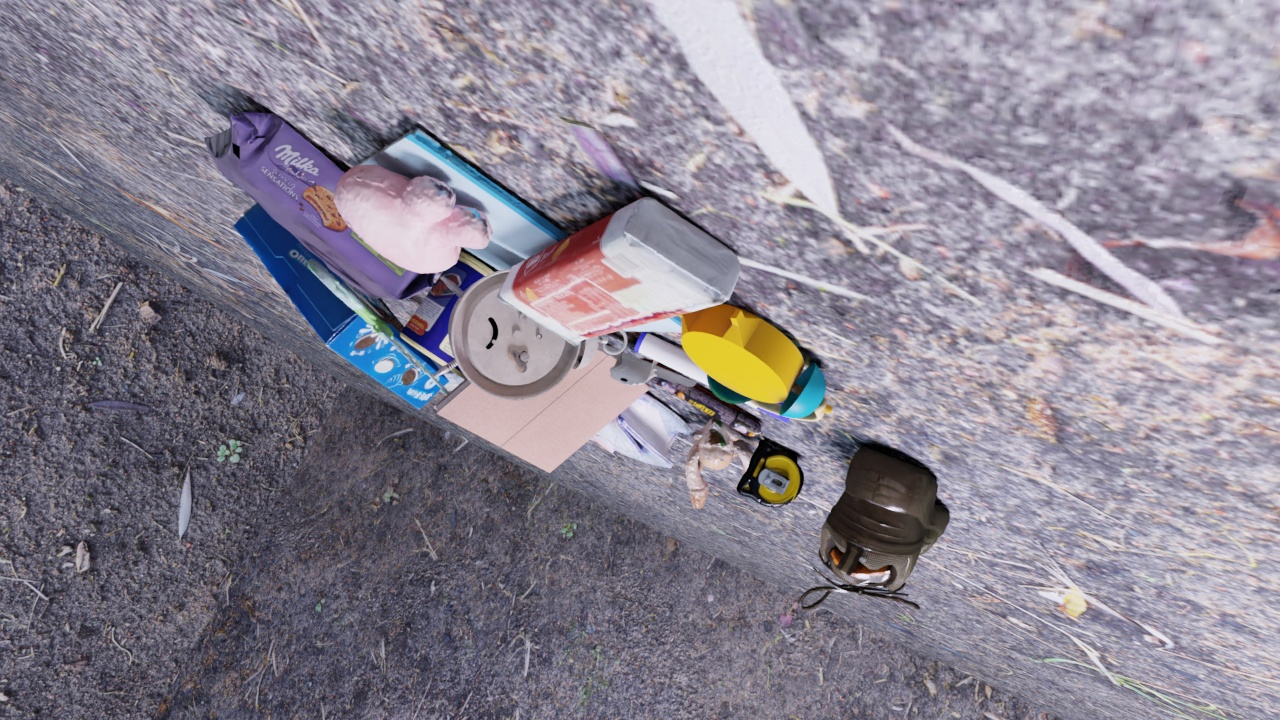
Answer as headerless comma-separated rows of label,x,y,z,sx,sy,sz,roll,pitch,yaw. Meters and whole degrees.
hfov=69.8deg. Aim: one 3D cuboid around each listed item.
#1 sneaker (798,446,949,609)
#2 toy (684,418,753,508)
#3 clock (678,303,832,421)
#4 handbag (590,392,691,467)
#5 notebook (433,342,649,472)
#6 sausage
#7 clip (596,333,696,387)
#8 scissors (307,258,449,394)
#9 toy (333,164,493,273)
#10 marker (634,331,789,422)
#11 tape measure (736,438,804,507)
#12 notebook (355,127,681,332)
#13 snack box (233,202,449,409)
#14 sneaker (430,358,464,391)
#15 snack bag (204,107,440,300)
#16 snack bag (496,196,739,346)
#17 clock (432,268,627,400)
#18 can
sneaker,0.216,0.181,0.840,0.101,0.142,0.238,21,166,24
toy,0.088,0.100,0.975,0.085,0.074,0.106,-5,140,4
clock,0.079,0.003,0.652,0.099,0.043,0.129,12,153,48
handbag,-0.036,0.065,1.067,0.126,0.069,0.159,39,165,-37
notebook,-0.085,0.035,0.880,0.008,0.141,0.209,53,-175,31
sausage,0.055,0.035,0.868,0.155,0.020,0.020,30,167,-11
clip,-0.004,0.006,0.813,0.102,0.045,0.055,21,-160,21
scissors,-0.229,-0.028,0.804,0.171,0.023,0.172,31,160,51
toy,-0.158,-0.101,0.654,0.105,0.053,0.108,-3,149,38
marker,0.062,0.013,0.771,0.141,0.020,0.020,26,167,6
tape measure,0.137,0.120,0.943,0.061,0.062,0.034,23,-177,3
notebook,-0.094,-0.087,0.711,0.253,0.009,0.181,33,166,-26
snack box,-0.334,-0.059,1.048,0.195,0.056,0.239,46,174,21
sneaker,-0.215,-0.011,1.152,0.236,0.087,0.079,-7,110,62
snack bag,-0.268,-0.124,0.771,0.205,0.058,0.096,42,162,-28
snack bag,-0.024,-0.052,0.612,0.077,0.041,0.226,31,164,-21
clock,-0.086,-0.021,0.750,0.156,0.103,0.061,4,-176,-22
can,-0.148,-0.030,0.836,0.056,0.092,0.116,28,172,47
